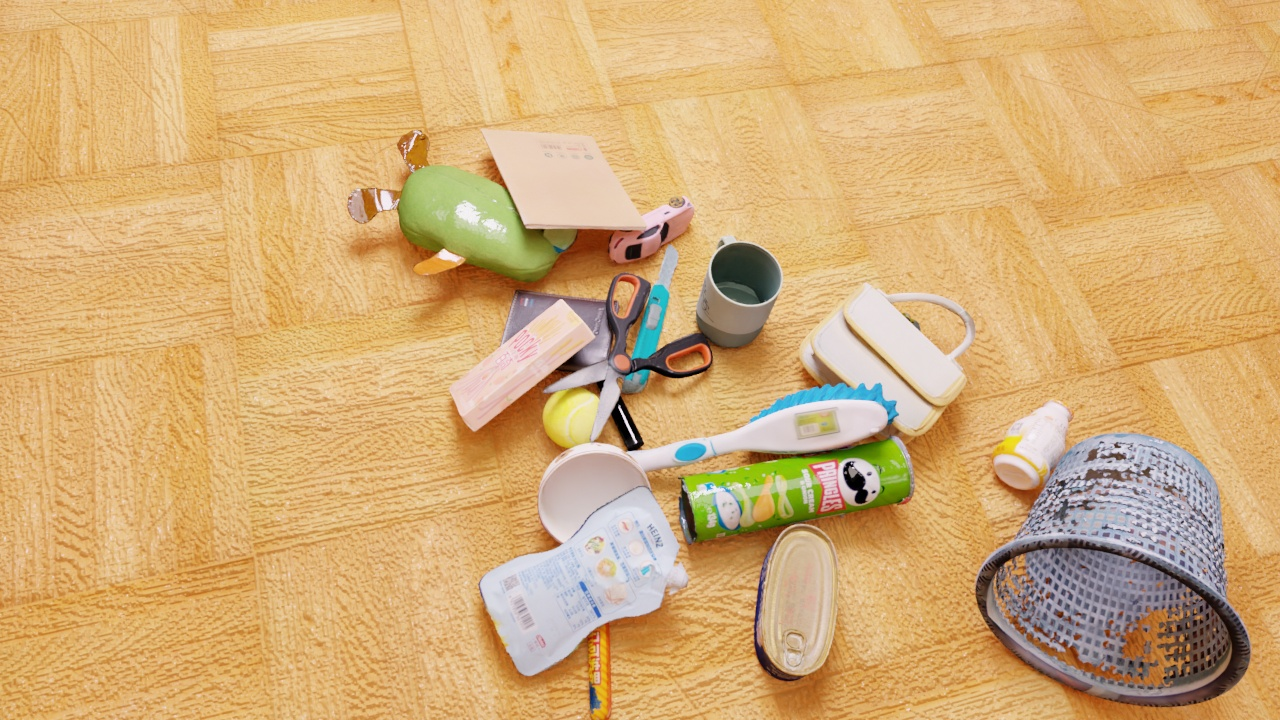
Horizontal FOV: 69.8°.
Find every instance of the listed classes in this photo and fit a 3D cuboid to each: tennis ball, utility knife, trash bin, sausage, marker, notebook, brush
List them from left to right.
[{"bbox_3d":[-0.093,-0.215,1.080,0.147,0.008,0.207,-3,43,-25],"label":"notebook"},{"bbox_3d":[-0.070,0.060,0.965,0.065,0.066,0.065,3,62,-5],"label":"tennis ball"},{"bbox_3d":[-0.040,0.268,0.885,0.021,0.021,0.165,0,63,-7],"label":"sausage"},{"bbox_3d":[-0.032,0.039,1.005,0.022,0.020,0.132,-11,63,-34],"label":"marker"},{"bbox_3d":[0.014,-0.050,1.060,0.029,0.013,0.209,23,61,-14],"label":"utility knife"},{"bbox_3d":[0.107,0.080,0.962,0.315,0.109,0.060,-11,96,20],"label":"brush"},{"bbox_3d":[0.468,0.186,0.895,0.226,0.227,0.194,32,51,10],"label":"trash bin"}]

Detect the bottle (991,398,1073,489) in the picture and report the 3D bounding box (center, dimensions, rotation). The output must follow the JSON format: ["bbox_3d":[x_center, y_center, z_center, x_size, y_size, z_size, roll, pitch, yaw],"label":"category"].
[{"bbox_3d":[0.436,0.090,1.009,0.063,0.063,0.108,39,66,13],"label":"bottle"}]

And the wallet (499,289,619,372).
[{"bbox_3d":[-0.090,-0.032,1.024,0.122,0.020,0.096,7,63,8],"label":"wallet"}]

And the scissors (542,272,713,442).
[{"bbox_3d":[-0.015,-0.009,0.993,0.220,0.022,0.221,1,62,-31],"label":"scissors"}]

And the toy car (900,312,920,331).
[{"bbox_3d":[0.279,-0.035,1.071,0.091,0.036,0.043,13,63,-2],"label":"toy car"}]

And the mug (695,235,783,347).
[{"bbox_3d":[0.105,-0.082,1.035,0.082,0.106,0.111,-9,64,-10],"label":"mug"}]

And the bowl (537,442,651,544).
[{"bbox_3d":[-0.048,0.130,0.922,0.113,0.113,0.062,-3,20,-8],"label":"bowl"}]

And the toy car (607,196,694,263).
[{"bbox_3d":[0.015,-0.153,1.091,0.122,0.056,0.037,-29,66,-20],"label":"toy car"}]

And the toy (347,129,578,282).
[{"bbox_3d":[-0.199,-0.163,1.053,0.247,0.090,0.226,28,49,4],"label":"toy"}]

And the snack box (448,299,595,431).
[{"bbox_3d":[-0.126,0.003,0.958,0.157,0.026,0.084,-39,28,-4],"label":"snack box"}]

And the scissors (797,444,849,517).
[{"bbox_3d":[0.211,0.106,1.003,0.128,0.017,0.133,7,66,-5],"label":"scissors"}]

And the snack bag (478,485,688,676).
[{"bbox_3d":[-0.051,0.210,0.877,0.191,0.039,0.110,-28,71,-4],"label":"snack bag"}]

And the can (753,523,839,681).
[{"bbox_3d":[0.153,0.239,0.907,0.074,0.049,0.147,11,62,0],"label":"can"}]

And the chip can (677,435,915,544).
[{"bbox_3d":[0.158,0.134,0.943,0.236,0.072,0.072,-10,64,-8],"label":"chip can"}]

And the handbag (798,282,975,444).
[{"bbox_3d":[0.288,-0.016,1.017,0.163,0.063,0.178,44,75,6],"label":"handbag"}]
